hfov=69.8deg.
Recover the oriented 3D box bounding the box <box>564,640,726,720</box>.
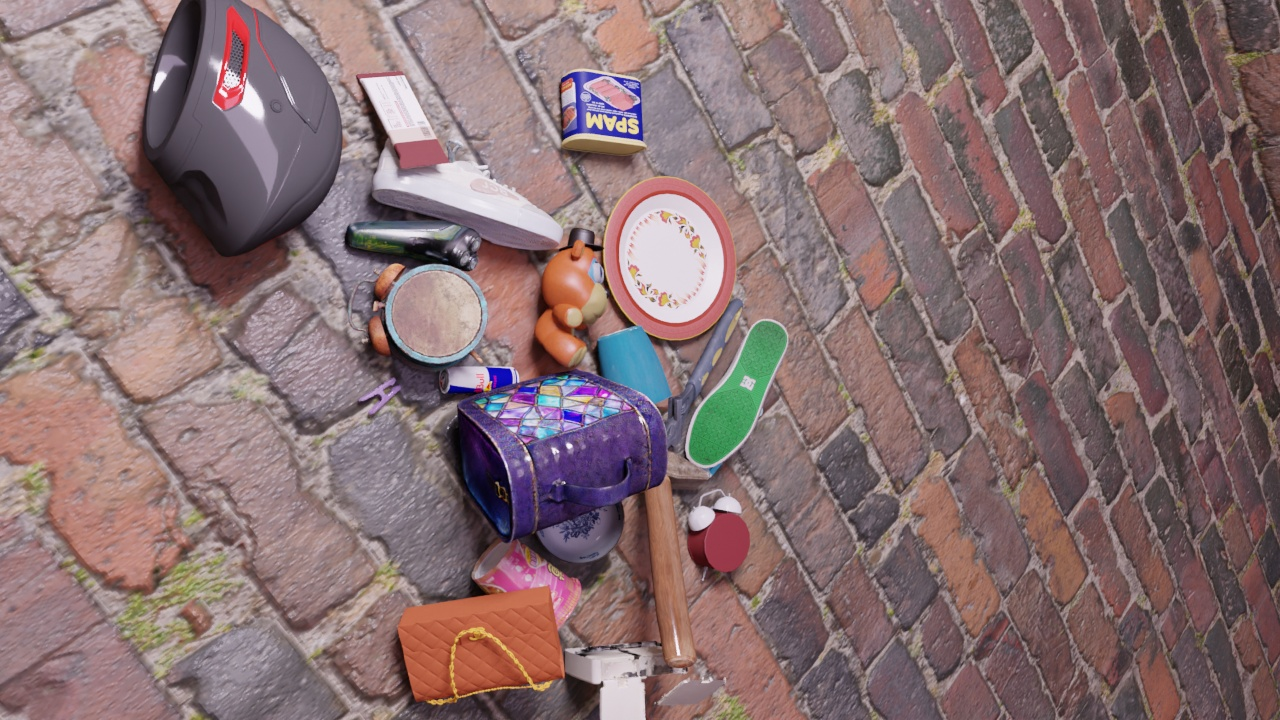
[{"bbox_3d":[0.004,0.421,1.142,0.143,0.193,0.106,4,81,-27],"label":"box"}]

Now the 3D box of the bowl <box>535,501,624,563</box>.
[{"bbox_3d":[-0.078,0.202,1.177,0.114,0.045,0.114,0,82,-2],"label":"bowl"}]

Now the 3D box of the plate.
[{"bbox_3d":[0.041,-0.142,1.293,0.229,0.021,0.229,1,88,-34],"label":"plate"}]

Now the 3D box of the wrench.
[{"bbox_3d":[0.087,0.016,1.297,0.272,0.022,0.073,-59,151,-30],"label":"wrench"}]

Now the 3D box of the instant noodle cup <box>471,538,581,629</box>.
[{"bbox_3d":[-0.144,0.274,1.120,0.108,0.098,0.097,46,65,-16],"label":"instant noodle cup"}]

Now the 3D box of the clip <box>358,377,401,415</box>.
[{"bbox_3d":[-0.302,0.039,1.064,0.051,0.013,0.035,-46,114,-29],"label":"clip"}]

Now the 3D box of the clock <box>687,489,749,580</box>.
[{"bbox_3d":[0.110,0.248,1.315,0.087,0.044,0.124,-14,97,-33],"label":"clock"}]

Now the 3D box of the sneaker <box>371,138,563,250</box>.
[{"bbox_3d":[-0.195,-0.204,1.096,0.242,0.090,0.090,16,74,-31],"label":"sneaker"}]

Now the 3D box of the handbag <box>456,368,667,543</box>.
[{"bbox_3d":[-0.093,0.111,1.064,0.204,0.222,0.126,-16,117,-33],"label":"handbag"}]

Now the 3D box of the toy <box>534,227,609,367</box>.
[{"bbox_3d":[-0.088,-0.079,1.159,0.096,0.112,0.176,-2,91,3],"label":"toy"}]

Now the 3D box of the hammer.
[{"bbox_3d":[0.037,0.246,1.179,0.157,0.037,0.300,22,44,-32],"label":"hammer"}]

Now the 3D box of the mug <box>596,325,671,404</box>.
[{"bbox_3d":[-0.007,0.007,1.230,0.112,0.085,0.104,-25,98,-61],"label":"mug"}]

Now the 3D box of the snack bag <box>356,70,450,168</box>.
[{"bbox_3d":[-0.271,-0.275,1.042,0.056,0.013,0.158,-15,61,-30],"label":"snack bag"}]

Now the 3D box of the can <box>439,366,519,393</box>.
[{"bbox_3d":[-0.197,0.024,1.122,0.095,0.032,0.032,1,88,-34],"label":"can"}]

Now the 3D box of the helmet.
[{"bbox_3d":[-0.388,-0.229,0.922,0.169,0.165,0.264,18,68,-44],"label":"helmet"}]

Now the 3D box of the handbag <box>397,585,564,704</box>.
[{"bbox_3d":[-0.181,0.335,1.057,0.172,0.060,0.109,-9,103,-1],"label":"handbag"}]

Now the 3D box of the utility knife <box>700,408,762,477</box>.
[{"bbox_3d":[0.136,0.117,1.355,0.151,0.015,0.022,-46,112,-29],"label":"utility knife"}]

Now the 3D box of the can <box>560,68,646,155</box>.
[{"bbox_3d":[-0.050,-0.328,1.217,0.116,0.057,0.092,-2,88,-34],"label":"can"}]

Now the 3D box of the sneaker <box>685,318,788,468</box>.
[{"bbox_3d":[0.143,0.054,1.331,0.084,0.079,0.235,29,84,12],"label":"sneaker"}]

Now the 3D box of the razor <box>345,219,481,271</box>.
[{"bbox_3d":[-0.261,-0.135,1.060,0.151,0.067,0.054,4,118,-21],"label":"razor"}]

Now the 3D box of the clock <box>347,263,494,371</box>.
[{"bbox_3d":[-0.256,-0.052,1.062,0.157,0.073,0.121,10,82,-15],"label":"clock"}]
